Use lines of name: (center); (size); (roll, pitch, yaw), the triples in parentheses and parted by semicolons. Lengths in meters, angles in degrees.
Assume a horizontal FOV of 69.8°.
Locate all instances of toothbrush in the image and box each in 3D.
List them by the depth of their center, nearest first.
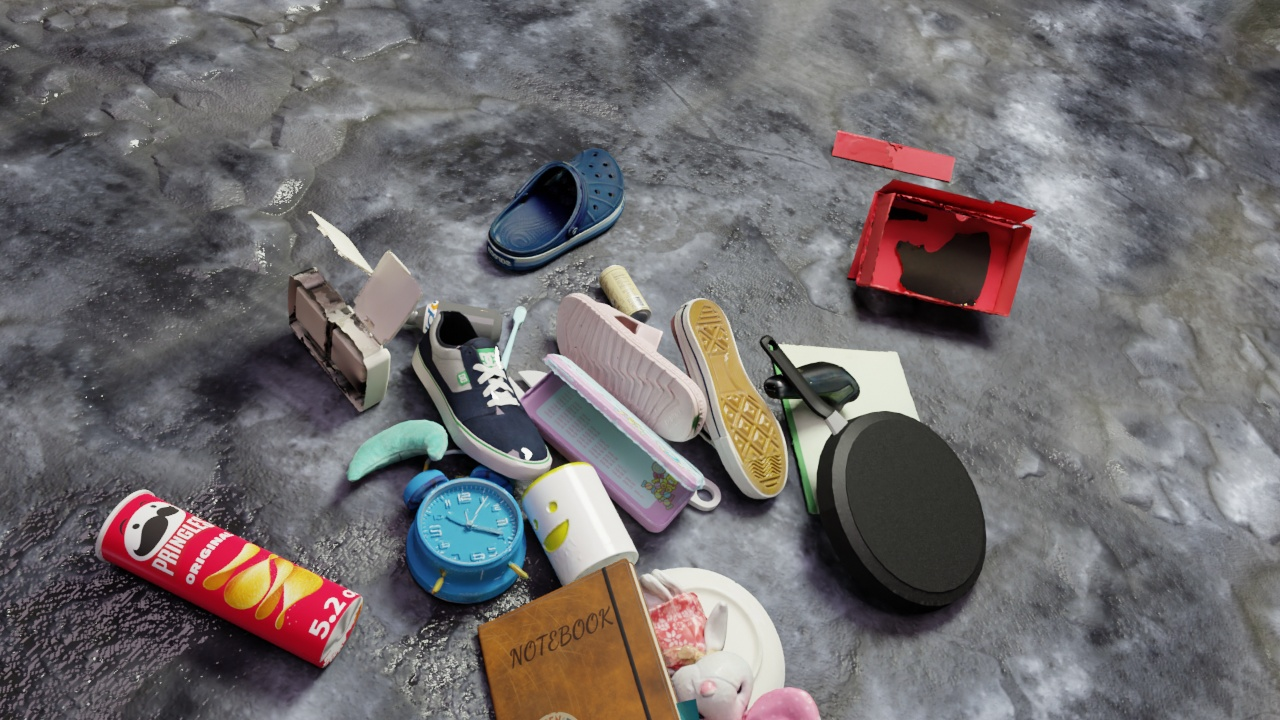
toothbrush: (-0.159, 0.007, 1.062); (0.016, 0.017, 0.180); (16, 50, -5)

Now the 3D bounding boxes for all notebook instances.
notebook: (-0.037, 0.309, 0.779); (0.178, 0.014, 0.249); (-27, 55, 9)
notebook: (0.265, 0.082, 1.127); (0.182, 0.010, 0.252); (4, 50, -12)

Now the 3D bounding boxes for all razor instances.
razor: (0.200, 0.035, 1.080); (0.151, 0.067, 0.054); (-4, 10, -44)

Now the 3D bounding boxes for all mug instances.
mug: (-0.060, 0.167, 0.912); (0.082, 0.083, 0.106); (-16, 58, -27)

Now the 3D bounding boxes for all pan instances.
pan: (0.251, 0.109, 1.012); (0.224, 0.034, 0.356); (-36, 87, -38)

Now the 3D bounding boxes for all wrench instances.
wrench: (-0.034, 0.093, 1.026); (0.273, 0.018, 0.086); (33, 50, 10)

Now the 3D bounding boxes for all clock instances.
clock: (-0.173, 0.157, 0.901); (0.116, 0.060, 0.161); (-7, 51, -21)

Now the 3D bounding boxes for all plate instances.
plate: (0.057, 0.278, 0.886); (0.182, 0.034, 0.182); (8, 50, -10)

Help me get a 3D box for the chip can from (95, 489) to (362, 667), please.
chip can: (-0.360, 0.192, 0.811); (0.220, 0.069, 0.069); (25, 49, 4)

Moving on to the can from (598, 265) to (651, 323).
can: (-0.020, -0.081, 1.160); (0.038, 0.038, 0.079); (-14, 57, -26)

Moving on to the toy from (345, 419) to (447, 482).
toy: (-0.246, 0.091, 0.935); (0.105, 0.033, 0.085); (-18, 24, 1)

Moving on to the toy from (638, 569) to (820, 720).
toy: (0.053, 0.275, 0.810); (0.159, 0.084, 0.194); (-26, 58, 1)

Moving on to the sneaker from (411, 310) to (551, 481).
sneaker: (-0.164, 0.030, 0.964); (0.084, 0.079, 0.235); (-1, 37, -45)

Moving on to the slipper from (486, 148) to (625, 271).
slipper: (-0.101, -0.208, 1.209); (0.105, 0.095, 0.252); (33, 53, 15)

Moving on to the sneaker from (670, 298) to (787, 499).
sneaker: (0.087, 0.051, 1.053); (0.118, 0.088, 0.241); (-13, 77, -40)

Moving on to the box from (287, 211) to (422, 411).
box: (-0.296, -0.056, 0.955); (0.068, 0.192, 0.143); (-33, 73, -36)

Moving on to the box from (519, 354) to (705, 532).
box: (-0.027, 0.081, 0.985); (0.214, 0.096, 0.077); (40, 33, 11)

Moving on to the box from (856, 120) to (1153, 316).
box: (0.433, -0.158, 1.140); (0.213, 0.326, 0.153); (12, 81, -9)

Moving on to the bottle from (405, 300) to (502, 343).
bottle: (-0.217, -0.044, 1.065); (0.112, 0.047, 0.046); (9, 49, -9)

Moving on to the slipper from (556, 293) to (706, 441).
slipper: (-0.006, 0.006, 1.046); (0.064, 0.094, 0.239); (-12, 41, -45)
